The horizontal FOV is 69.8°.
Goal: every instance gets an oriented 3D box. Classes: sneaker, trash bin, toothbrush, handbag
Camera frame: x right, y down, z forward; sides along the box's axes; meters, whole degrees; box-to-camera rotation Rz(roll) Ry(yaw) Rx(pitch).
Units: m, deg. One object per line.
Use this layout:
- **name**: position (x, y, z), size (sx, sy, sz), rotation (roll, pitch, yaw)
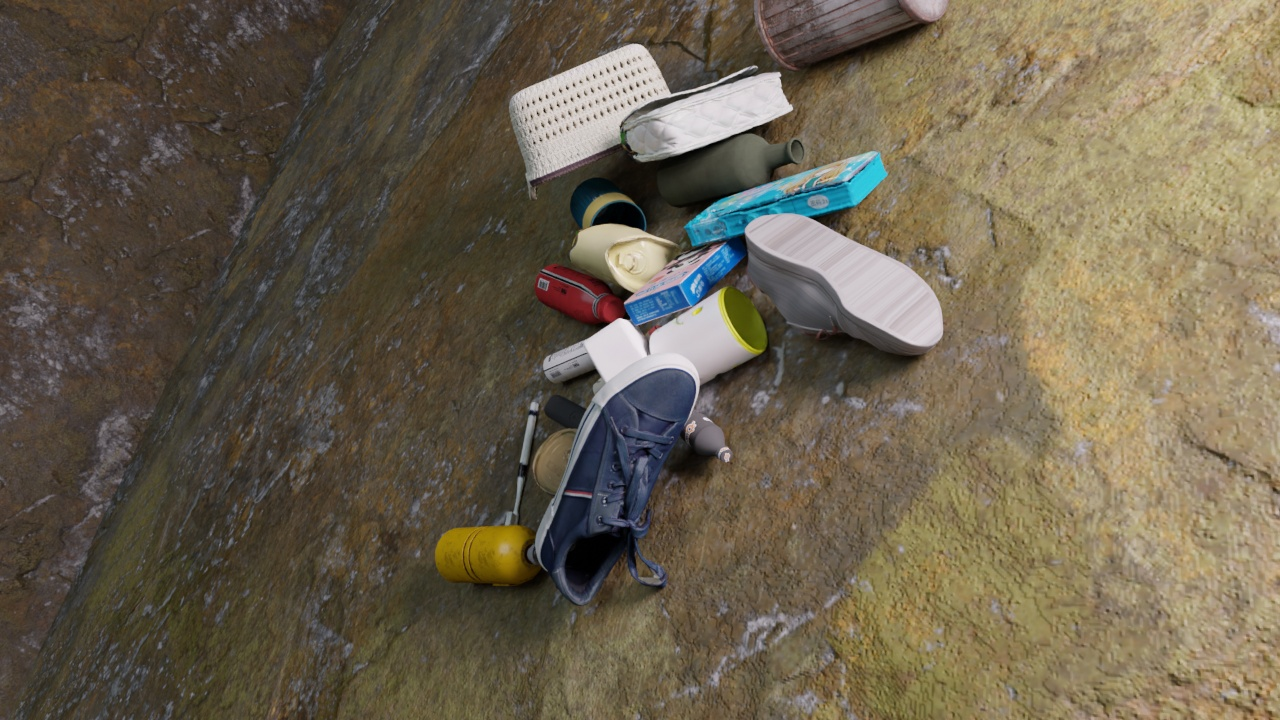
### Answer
- **sneaker**: position (0.198, -0.059, 0.924), size (0.099, 0.090, 0.236), rotation (-32, 52, -23)
- **trash bin**: position (0.256, -0.439, 1.095), size (0.212, 0.130, 0.130), rotation (-7, 58, 47)
- **toothbrush**: position (-0.155, 0.136, 1.211), size (0.012, 0.017, 0.186), rotation (-7, 56, 21)
- **handbag**: position (0.081, -0.312, 1.154), size (0.194, 0.072, 0.139), rotation (-24, 16, -21)
- **handbag**: position (-0.021, -0.132, 1.186), size (0.119, 0.111, 0.081), rotation (31, 108, 54)
- **sneaker**: position (-0.012, 0.135, 0.954), size (0.295, 0.120, 0.127), rotation (-63, 27, 16)

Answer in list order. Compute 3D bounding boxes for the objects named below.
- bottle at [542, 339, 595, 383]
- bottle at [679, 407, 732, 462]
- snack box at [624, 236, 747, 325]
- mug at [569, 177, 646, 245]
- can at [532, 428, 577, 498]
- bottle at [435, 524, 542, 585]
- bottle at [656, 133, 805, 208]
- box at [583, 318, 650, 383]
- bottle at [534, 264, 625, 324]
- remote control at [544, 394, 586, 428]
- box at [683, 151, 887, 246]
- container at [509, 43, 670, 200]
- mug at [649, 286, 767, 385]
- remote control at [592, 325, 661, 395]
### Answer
- **bottle**: position (-0.076, -0.004, 1.208), size (0.116, 0.041, 0.041), rotation (-22, 48, 37)
- **bottle**: position (0.064, 0.078, 0.993), size (0.036, 0.036, 0.110), rotation (-54, 37, 3)
- **snack box**: position (0.055, -0.098, 1.077), size (0.088, 0.033, 0.153), rotation (-17, 18, 40)
- **mug**: position (-0.058, -0.193, 1.297), size (0.114, 0.083, 0.107), rotation (-53, 36, 13)
- **can**: position (-0.081, 0.128, 1.088), size (0.086, 0.043, 0.086), rotation (-9, 57, 15)
- **bottle**: position (-0.173, 0.236, 1.113), size (0.164, 0.071, 0.071), rotation (-12, 55, 43)
- **bottle**: position (0.114, -0.242, 1.151), size (0.207, 0.071, 0.071), rotation (-3, 61, 47)
- **box**: position (-0.010, 0.043, 1.048), size (0.101, 0.111, 0.189), rotation (-12, 87, 12)
- **bottle**: position (-0.080, -0.087, 1.257), size (0.177, 0.062, 0.062), rotation (26, 83, 53)
- **remote control**: position (-0.078, 0.076, 1.171), size (0.147, 0.015, 0.033), rotation (22, 81, 53)
- **box**: position (0.160, -0.183, 1.048), size (0.227, 0.039, 0.093), rotation (-9, 23, 43)
- **container**: position (-0.066, -0.338, 1.287), size (0.251, 0.143, 0.184), rotation (-23, 15, 1)
- **mug**: position (0.075, -0.023, 1.020), size (0.106, 0.082, 0.082), rotation (-30, 44, 31)
- **remote control**: position (-0.007, 0.007, 1.125), size (0.126, 0.038, 0.018), rotation (-45, 36, 15)
